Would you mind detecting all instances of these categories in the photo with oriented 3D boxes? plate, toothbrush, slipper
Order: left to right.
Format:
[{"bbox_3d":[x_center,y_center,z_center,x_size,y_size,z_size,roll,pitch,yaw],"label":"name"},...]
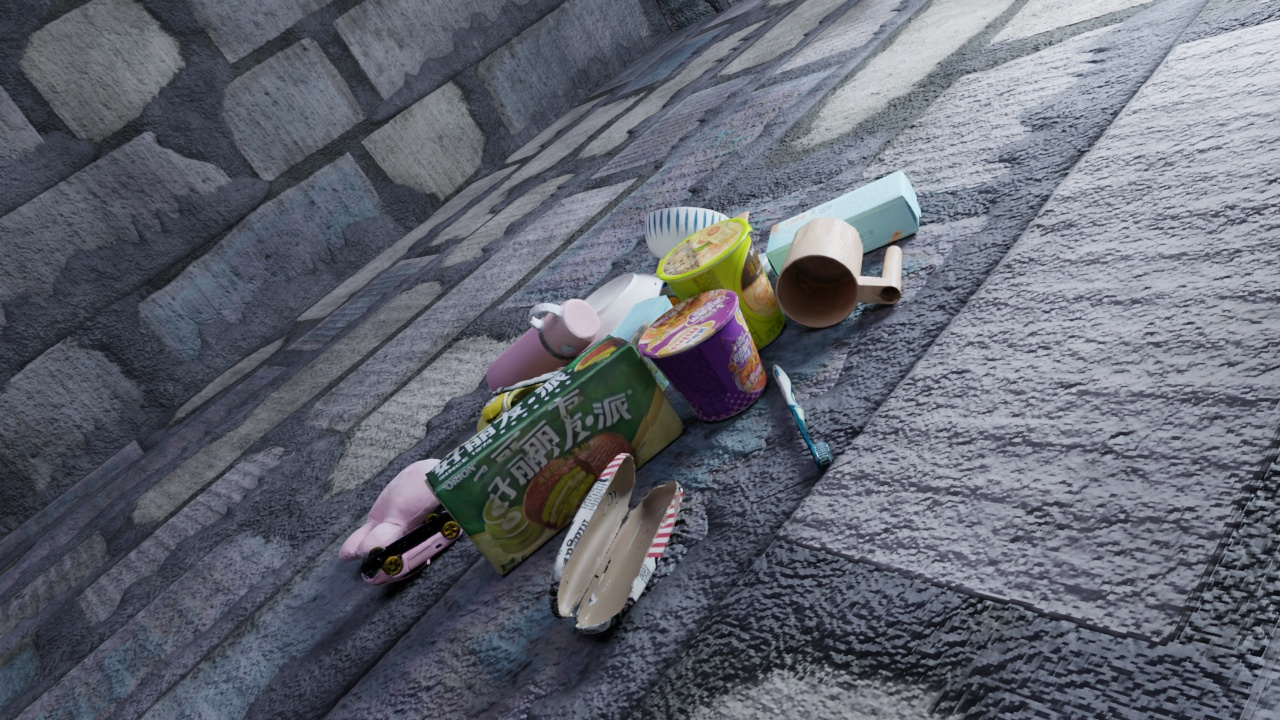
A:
[{"bbox_3d":[-0.126,0.058,1.080,0.191,0.081,0.091,-8,30,41],"label":"slipper"},{"bbox_3d":[-0.043,-0.069,1.217,0.165,0.034,0.163,-30,19,24],"label":"plate"},{"bbox_3d":[0.145,0.045,0.834,0.018,0.016,0.191,-20,24,5],"label":"toothbrush"}]

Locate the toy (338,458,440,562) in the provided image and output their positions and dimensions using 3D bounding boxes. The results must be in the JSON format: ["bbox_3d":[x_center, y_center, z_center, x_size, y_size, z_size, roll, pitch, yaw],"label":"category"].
[{"bbox_3d":[-0.285,0.177,1.078,0.122,0.054,0.159,-18,25,47],"label":"toy"}]

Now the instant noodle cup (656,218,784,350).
[{"bbox_3d":[0.096,-0.073,0.998,0.112,0.123,0.111,-28,24,14],"label":"instant noodle cup"}]

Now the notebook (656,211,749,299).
[{"bbox_3d":[0.082,-0.142,1.306,0.148,0.008,0.207,-23,24,23],"label":"notebook"}]

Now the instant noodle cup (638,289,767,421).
[{"bbox_3d":[0.070,-0.002,0.917,0.112,0.099,0.111,-29,23,13],"label":"instant noodle cup"}]

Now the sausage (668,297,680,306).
[{"bbox_3d":[0.011,-0.045,1.155,0.022,0.021,0.164,-15,17,37],"label":"sausage"}]

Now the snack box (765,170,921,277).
[{"bbox_3d":[0.235,-0.153,1.071,0.175,0.051,0.074,-22,26,27],"label":"snack box"}]

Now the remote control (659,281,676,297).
[{"bbox_3d":[0.052,-0.104,1.222,0.125,0.024,0.048,-8,31,53],"label":"remote control"}]

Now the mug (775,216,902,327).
[{"bbox_3d":[0.211,-0.095,0.965,0.125,0.084,0.103,3,33,16],"label":"mug"}]

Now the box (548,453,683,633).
[{"bbox_3d":[-0.030,0.146,0.767,0.076,0.087,0.162,-32,20,44],"label":"box"}]

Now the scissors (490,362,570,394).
[{"bbox_3d":[-0.077,0.016,1.064,0.185,0.015,0.208,-5,9,6],"label":"scissors"}]

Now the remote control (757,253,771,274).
[{"bbox_3d":[0.120,-0.089,1.132,0.056,0.020,0.135,-13,30,41],"label":"remote control"}]

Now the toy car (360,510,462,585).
[{"bbox_3d":[-0.244,0.205,0.994,0.122,0.037,0.056,-31,22,-30],"label":"toy car"}]

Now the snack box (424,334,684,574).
[{"bbox_3d":[-0.082,0.090,0.910,0.239,0.114,0.063,-37,22,-12],"label":"snack box"}]

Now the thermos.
[{"bbox_3d":[-0.132,-0.014,1.157,0.199,0.087,0.067,-35,42,49],"label":"thermos"}]

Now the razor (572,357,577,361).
[{"bbox_3d":[-0.072,-0.020,1.240,0.043,0.022,0.142,-17,26,51],"label":"razor"}]

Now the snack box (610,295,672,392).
[{"bbox_3d":[-0.006,0.006,1.033,0.052,0.074,0.174,-13,30,41],"label":"snack box"}]

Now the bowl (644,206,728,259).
[{"bbox_3d":[0.062,-0.159,1.239,0.117,0.116,0.066,-6,76,47],"label":"bowl"}]
